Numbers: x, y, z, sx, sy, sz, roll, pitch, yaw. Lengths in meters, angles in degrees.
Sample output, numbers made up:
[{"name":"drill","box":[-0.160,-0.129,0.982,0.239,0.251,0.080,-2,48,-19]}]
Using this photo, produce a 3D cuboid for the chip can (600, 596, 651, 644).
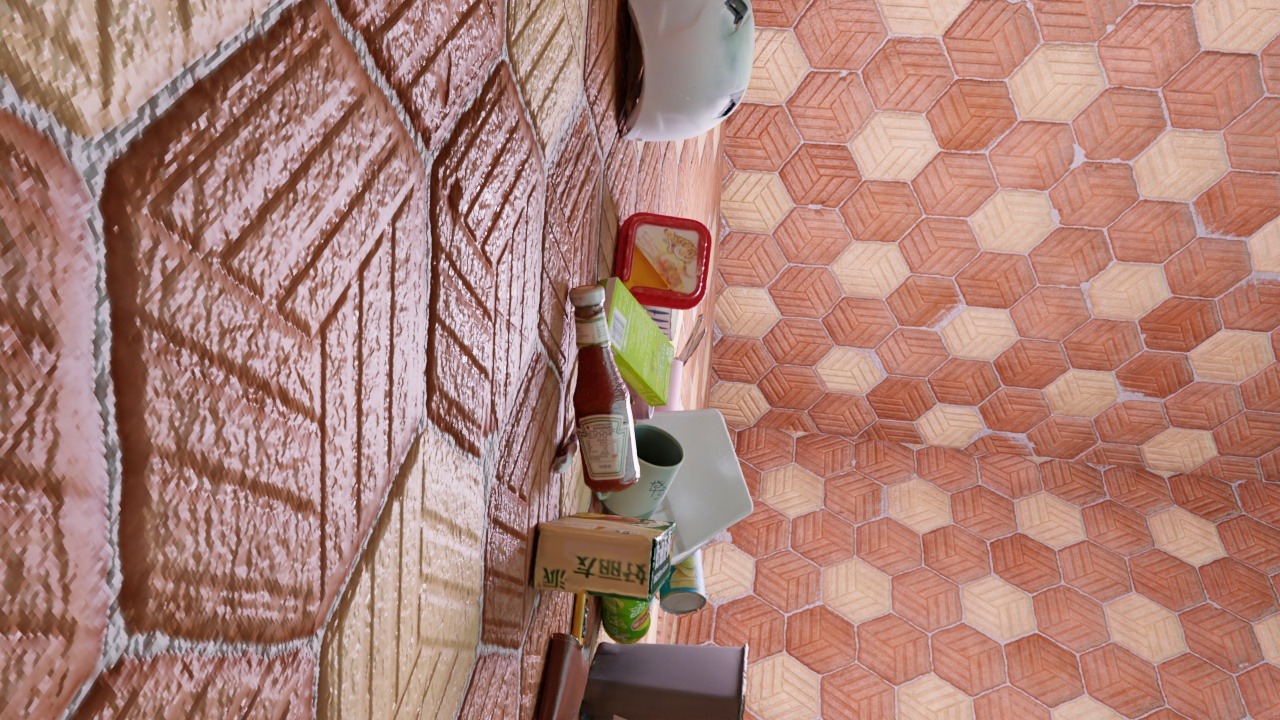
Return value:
[{"name":"chip can","box":[-0.023,0.306,1.257,0.222,0.072,0.072,88,11,-47]}]

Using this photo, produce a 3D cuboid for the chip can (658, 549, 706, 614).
[{"name":"chip can","box":[0.055,0.273,1.391,0.071,0.071,0.209,87,-1,-48]}]

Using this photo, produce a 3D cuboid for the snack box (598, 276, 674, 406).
[{"name":"snack box","box":[-0.007,-0.019,1.069,0.156,0.026,0.085,47,43,-47]}]

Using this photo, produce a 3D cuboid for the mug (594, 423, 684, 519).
[{"name":"mug","box":[-0.013,0.146,1.156,0.082,0.111,0.107,51,-51,36]}]

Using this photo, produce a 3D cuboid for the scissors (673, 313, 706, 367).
[{"name":"scissors","box":[0.061,0.008,1.570,0.213,0.015,0.197,-171,-85,-73]}]

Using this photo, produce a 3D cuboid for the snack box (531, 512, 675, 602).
[{"name":"snack box","box":[-0.030,0.197,0.948,0.240,0.114,0.063,50,45,-81]}]

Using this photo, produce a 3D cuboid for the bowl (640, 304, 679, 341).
[{"name":"bowl","box":[0.020,-0.088,1.304,0.116,0.066,0.116,8,89,-82]}]

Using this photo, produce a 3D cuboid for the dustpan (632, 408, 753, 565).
[{"name":"dustpan","box":[0.053,0.178,1.362,0.143,0.257,0.222,-30,-105,48]}]

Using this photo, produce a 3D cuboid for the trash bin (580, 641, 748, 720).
[{"name":"trash bin","box":[0.035,0.503,1.284,0.198,0.220,0.199,-57,152,-76]}]

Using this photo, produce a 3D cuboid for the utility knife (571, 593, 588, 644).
[{"name":"utility knife","box":[-0.072,0.311,1.096,0.033,0.015,0.218,24,72,-85]}]

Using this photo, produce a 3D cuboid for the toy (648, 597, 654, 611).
[{"name":"toy","box":[-0.009,0.314,1.373,0.161,0.049,0.156,-171,-117,-73]}]

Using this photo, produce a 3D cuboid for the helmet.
[{"name":"helmet","box":[0.064,-0.378,1.100,0.258,0.146,0.229,-72,166,-60]}]

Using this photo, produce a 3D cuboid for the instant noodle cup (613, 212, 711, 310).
[{"name":"instant noodle cup","box":[0.025,-0.118,1.180,0.124,0.116,0.116,121,-23,-81]}]

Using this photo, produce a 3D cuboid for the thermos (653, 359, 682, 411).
[{"name":"thermos","box":[0.028,0.094,1.491,0.087,0.067,0.198,119,-21,-79]}]

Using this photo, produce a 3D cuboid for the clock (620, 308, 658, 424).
[{"name":"clock","box":[-0.007,0.007,1.192,0.117,0.060,0.158,82,13,-62]}]

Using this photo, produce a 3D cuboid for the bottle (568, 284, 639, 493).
[{"name":"bottle","box":[-0.040,0.028,0.909,0.059,0.060,0.206,-61,145,-72]}]

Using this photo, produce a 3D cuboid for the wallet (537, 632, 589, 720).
[{"name":"wallet","box":[-0.085,0.360,0.987,0.125,0.032,0.101,84,17,-56]}]

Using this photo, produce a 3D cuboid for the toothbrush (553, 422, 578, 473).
[{"name":"toothbrush","box":[-0.065,0.067,0.961,0.187,0.016,0.017,-69,155,-65]}]
